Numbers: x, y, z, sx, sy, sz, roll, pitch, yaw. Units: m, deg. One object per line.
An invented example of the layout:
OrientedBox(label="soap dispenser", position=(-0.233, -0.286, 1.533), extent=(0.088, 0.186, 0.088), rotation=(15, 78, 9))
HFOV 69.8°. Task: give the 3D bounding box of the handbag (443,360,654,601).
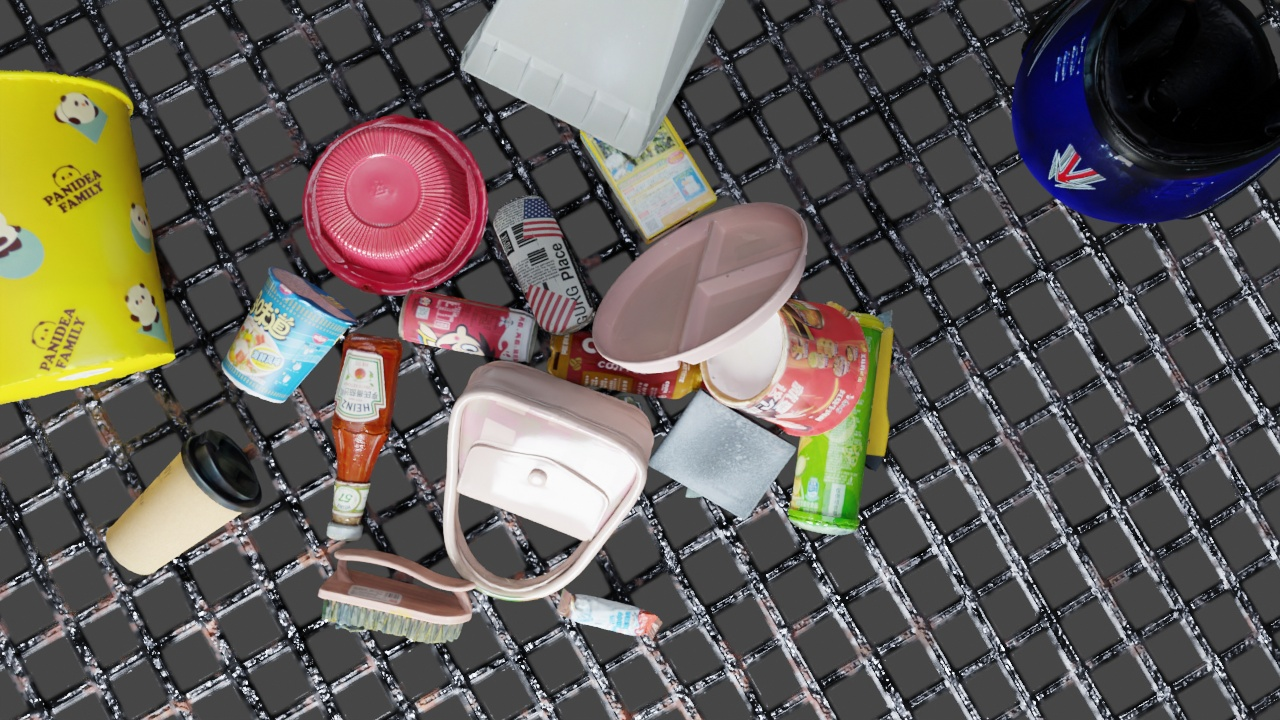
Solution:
OrientedBox(label="handbag", position=(-0.108, 0.131, 0.902), extent=(0.193, 0.093, 0.234), rotation=(22, 108, -1))

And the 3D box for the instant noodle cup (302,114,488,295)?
OrientedBox(label="instant noodle cup", position=(-0.256, -0.166, 0.936), extent=(0.194, 0.066, 0.193), rotation=(0, 85, -2))

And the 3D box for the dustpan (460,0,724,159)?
OrientedBox(label="dustpan", position=(-0.025, -0.381, 0.971), extent=(0.223, 0.142, 0.258), rotation=(29, 110, 7))

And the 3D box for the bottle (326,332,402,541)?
OrientedBox(label="bottle", position=(-0.282, 0.076, 0.920), extent=(0.060, 0.060, 0.206), rotation=(9, 89, -1))

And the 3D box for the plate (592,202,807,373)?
OrientedBox(label="plate", position=(0.057, -0.070, 0.877), extent=(0.229, 0.229, 0.028), rotation=(-38, 121, -4))

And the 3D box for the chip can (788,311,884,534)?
OrientedBox(label="chip can", position=(0.198, 0.064, 0.929), extent=(0.072, 0.072, 0.221), rotation=(9, 85, -1))

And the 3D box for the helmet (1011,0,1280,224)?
OrientedBox(label="helmet", position=(0.511, -0.277, 0.876), extent=(0.316, 0.240, 0.247), rotation=(-43, 87, 6))

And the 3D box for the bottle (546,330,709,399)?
OrientedBox(label="bottle", position=(-0.006, 0.005, 0.934), extent=(0.175, 0.057, 0.057), rotation=(7, 85, -1))

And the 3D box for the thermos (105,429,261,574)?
OrientedBox(label="thermos", position=(-0.446, 0.141, 0.899), extent=(0.143, 0.093, 0.093), rotation=(-39, 88, 3))

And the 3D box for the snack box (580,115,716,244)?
OrientedBox(label="snack box", position=(0.008, -0.203, 0.964), extent=(0.087, 0.034, 0.140), rotation=(-31, 89, -4))

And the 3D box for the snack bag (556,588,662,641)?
OrientedBox(label="snack bag", position=(-0.032, 0.257, 0.925), extent=(0.104, 0.048, 0.026), rotation=(14, 45, -2))

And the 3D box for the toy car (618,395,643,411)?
OrientedBox(label="toy car", position=(-0.042, 0.056, 0.941), extent=(0.090, 0.034, 0.043), rotation=(3, 88, 0))

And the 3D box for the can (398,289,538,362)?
OrientedBox(label="can", position=(-0.173, -0.034, 0.934), extent=(0.133, 0.053, 0.053), rotation=(11, 85, -1))

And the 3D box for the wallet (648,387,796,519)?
OrientedBox(label="wallet", position=(0.083, 0.096, 0.928), extent=(0.121, 0.019, 0.097), rotation=(31, 104, -9))

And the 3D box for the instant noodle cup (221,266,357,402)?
OrientedBox(label="instant noodle cup", position=(-0.355, -0.022, 0.912), extent=(0.099, 0.099, 0.110), rotation=(36, 93, 1))

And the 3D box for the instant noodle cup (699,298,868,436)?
OrientedBox(label="instant noodle cup", position=(0.132, 0.001, 0.881), extent=(0.108, 0.138, 0.138), rotation=(12, 84, -41))

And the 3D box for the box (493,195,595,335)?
OrientedBox(label="box", position=(-0.098, -0.097, 0.936), extent=(0.068, 0.051, 0.164), rotation=(-16, 68, -20))

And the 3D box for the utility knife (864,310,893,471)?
OrientedBox(label="utility knife", position=(0.248, 0.030, 0.962), extent=(0.033, 0.015, 0.171), rotation=(8, 84, -7))

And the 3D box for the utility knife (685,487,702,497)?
OrientedBox(label="utility knife", position=(0.090, 0.041, 0.957), extent=(0.029, 0.013, 0.218), rotation=(18, 85, -3))

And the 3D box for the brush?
OrientedBox(label="brush", position=(-0.237, 0.233, 0.907), extent=(0.145, 0.063, 0.073), rotation=(13, 96, -2))

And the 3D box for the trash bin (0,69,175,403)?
OrientedBox(label="trash bin", position=(-0.563, -0.103, 0.850), extent=(0.229, 0.229, 0.255), rotation=(-15, 91, -3))
